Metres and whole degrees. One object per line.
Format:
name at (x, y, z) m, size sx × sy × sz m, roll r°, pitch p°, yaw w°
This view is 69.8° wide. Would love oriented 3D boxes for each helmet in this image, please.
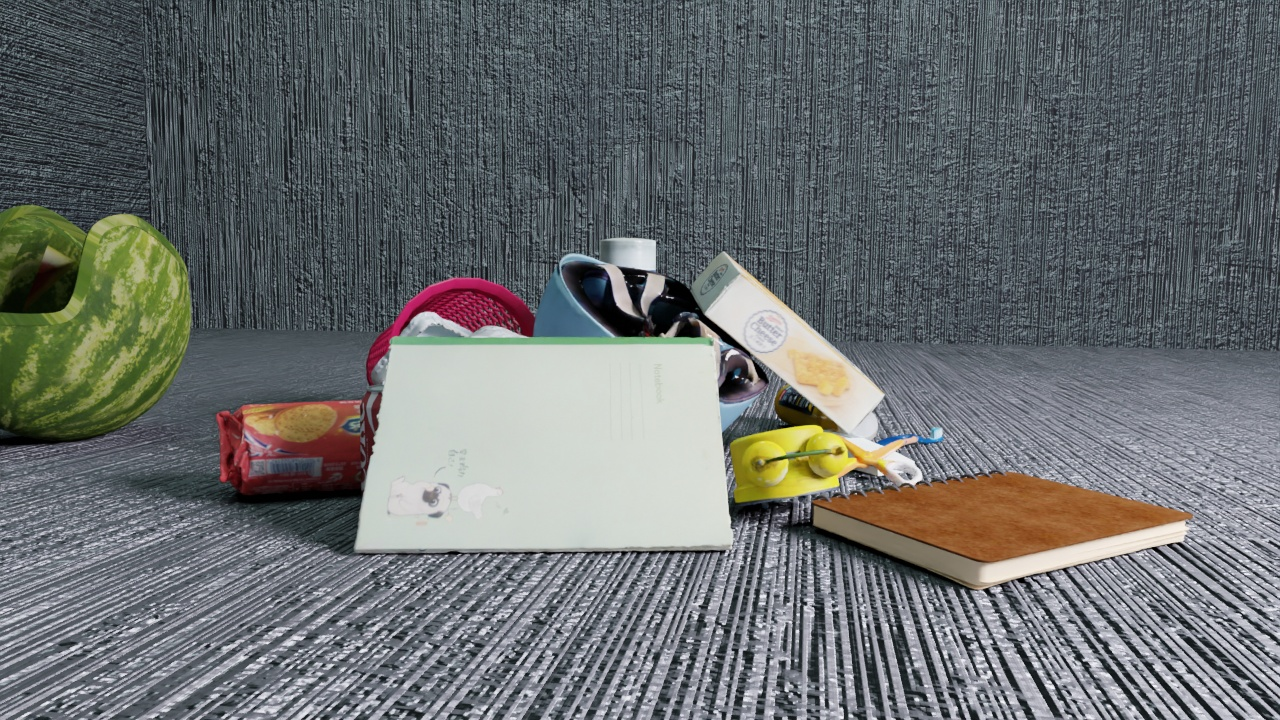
helmet at (-0.005, 0.005, 0.931) m, size 0.265 × 0.167 × 0.225 m, roll 20°, pitch 23°, yaw -49°
helmet at (-0.624, -0.031, 1.001) m, size 0.213 × 0.246 × 0.243 m, roll 9°, pitch -34°, yaw 22°

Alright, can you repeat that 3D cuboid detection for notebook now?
notebook at (0.256, 0.115, 0.668) m, size 0.225 × 0.024 × 0.168 m, roll -2°, pitch 7°, yaw -30°
notebook at (-0.066, 0.054, 0.665) m, size 0.252 × 0.181 × 0.010 m, roll 0°, pitch -37°, yaw -2°

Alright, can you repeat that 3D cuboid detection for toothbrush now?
toothbrush at (0.296, 0.088, 1.013) m, size 0.134 × 0.017 × 0.022 m, roll -3°, pitch 5°, yaw -40°

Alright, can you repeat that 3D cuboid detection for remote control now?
remote control at (0.208, 0.090, 0.936) m, size 0.049 × 0.024 × 0.143 m, roll -3°, pitch 6°, yaw -30°

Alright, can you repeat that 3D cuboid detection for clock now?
clock at (0.114, 0.083, 0.712) m, size 0.083 × 0.057 × 0.119 m, roll -8°, pitch -10°, yaw -9°

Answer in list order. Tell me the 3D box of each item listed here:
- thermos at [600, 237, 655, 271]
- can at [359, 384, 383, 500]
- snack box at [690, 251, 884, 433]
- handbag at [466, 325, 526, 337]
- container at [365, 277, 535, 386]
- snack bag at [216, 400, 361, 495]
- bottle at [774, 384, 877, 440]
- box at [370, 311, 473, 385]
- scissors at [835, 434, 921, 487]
thermos at (-0.015, -0.028, 1.079) m, size 0.068 × 0.230 × 0.068 m, roll 1°, pitch 5°, yaw 0°
can at (-0.194, 0.069, 0.727) m, size 0.054 × 0.096 × 0.054 m, roll 1°, pitch 5°, yaw 0°
snack box at (0.151, -0.020, 0.959) m, size 0.208 × 0.057 × 0.104 m, roll 38°, pitch 11°, yaw -15°
handbag at (-0.088, 0.048, 0.756) m, size 0.171 × 0.123 × 0.112 m, roll 26°, pitch 25°, yaw 10°
container at (-0.242, 0.006, 1.104) m, size 0.183 × 0.183 × 0.226 m, roll -2°, pitch -1°, yaw -29°
snack bag at (-0.267, 0.075, 0.786) m, size 0.176 × 0.082 × 0.082 m, roll -1°, pitch 5°, yaw -21°
bottle at (0.216, 0.063, 1.076) m, size 0.053 × 0.053 × 0.186 m, roll -1°, pitch 5°, yaw -14°
box at (-0.155, 0.050, 0.909) m, size 0.110 × 0.108 × 0.216 m, roll 46°, pitch 10°, yaw 35°
scissors at (0.215, 0.095, 0.855) m, size 0.125 × 0.011 × 0.129 m, roll -19°, pitch 25°, yaw -39°
